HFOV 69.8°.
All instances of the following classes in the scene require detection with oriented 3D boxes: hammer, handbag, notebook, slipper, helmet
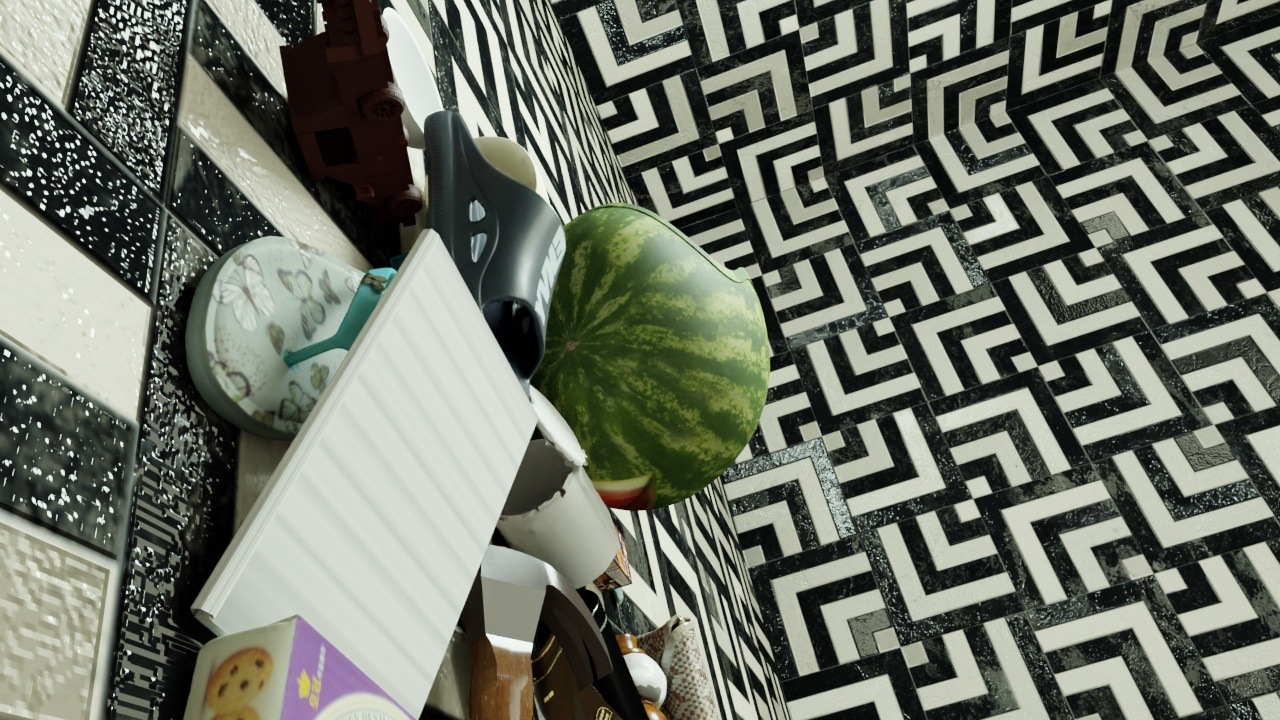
[{"bbox_3d":[-0.063,0.237,0.421,0.115,0.033,0.322,23,43,-30],"label":"hammer"},{"bbox_3d":[0.032,0.327,0.808,0.124,0.047,0.185,-47,-125,55],"label":"handbag"},{"bbox_3d":[-0.108,0.060,0.427,0.143,0.009,0.209,68,29,-41],"label":"notebook"},{"bbox_3d":[-0.091,-0.080,0.631,0.111,0.083,0.267,71,2,-52],"label":"slipper"},{"bbox_3d":[-0.032,0.253,0.560,0.113,0.076,0.268,-49,120,-82],"label":"slipper"},{"bbox_3d":[-0.134,-0.014,0.492,0.268,0.055,0.098,7,65,-77],"label":"slipper"},{"bbox_3d":[-0.005,0.005,0.780,0.247,0.213,0.243,34,56,-61],"label":"helmet"}]

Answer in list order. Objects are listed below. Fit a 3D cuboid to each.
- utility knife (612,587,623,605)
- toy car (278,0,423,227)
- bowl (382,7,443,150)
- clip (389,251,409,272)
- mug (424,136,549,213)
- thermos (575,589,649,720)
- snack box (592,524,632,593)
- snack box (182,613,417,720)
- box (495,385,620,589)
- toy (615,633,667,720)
[{"bbox_3d":[-0.051,0.152,0.953,0.031,0.015,0.205,43,27,-85],"label":"utility knife"},{"bbox_3d":[-0.172,-0.144,0.552,0.170,0.061,0.070,107,-31,-67],"label":"toy car"},{"bbox_3d":[-0.190,-0.207,0.702,0.110,0.040,0.110,-16,89,-84],"label":"bowl"},{"bbox_3d":[-0.142,-0.004,0.607,0.113,0.028,0.127,-89,160,-56],"label":"clip"},{"bbox_3d":[-0.121,-0.111,0.773,0.100,0.096,0.120,74,4,-70],"label":"mug"},{"bbox_3d":[-0.018,0.280,0.661,0.061,0.061,0.231,-83,153,-75],"label":"thermos"},{"bbox_3d":[-0.048,0.163,0.864,0.141,0.032,0.051,63,10,-48],"label":"snack box"},{"bbox_3d":[-0.104,0.188,0.311,0.143,0.040,0.148,-101,170,-48],"label":"snack box"},{"bbox_3d":[-0.069,0.090,0.659,0.083,0.092,0.166,-109,173,-50],"label":"box"},{"bbox_3d":[-0.008,0.284,0.759,0.112,0.067,0.087,-115,180,-47],"label":"toy"}]
